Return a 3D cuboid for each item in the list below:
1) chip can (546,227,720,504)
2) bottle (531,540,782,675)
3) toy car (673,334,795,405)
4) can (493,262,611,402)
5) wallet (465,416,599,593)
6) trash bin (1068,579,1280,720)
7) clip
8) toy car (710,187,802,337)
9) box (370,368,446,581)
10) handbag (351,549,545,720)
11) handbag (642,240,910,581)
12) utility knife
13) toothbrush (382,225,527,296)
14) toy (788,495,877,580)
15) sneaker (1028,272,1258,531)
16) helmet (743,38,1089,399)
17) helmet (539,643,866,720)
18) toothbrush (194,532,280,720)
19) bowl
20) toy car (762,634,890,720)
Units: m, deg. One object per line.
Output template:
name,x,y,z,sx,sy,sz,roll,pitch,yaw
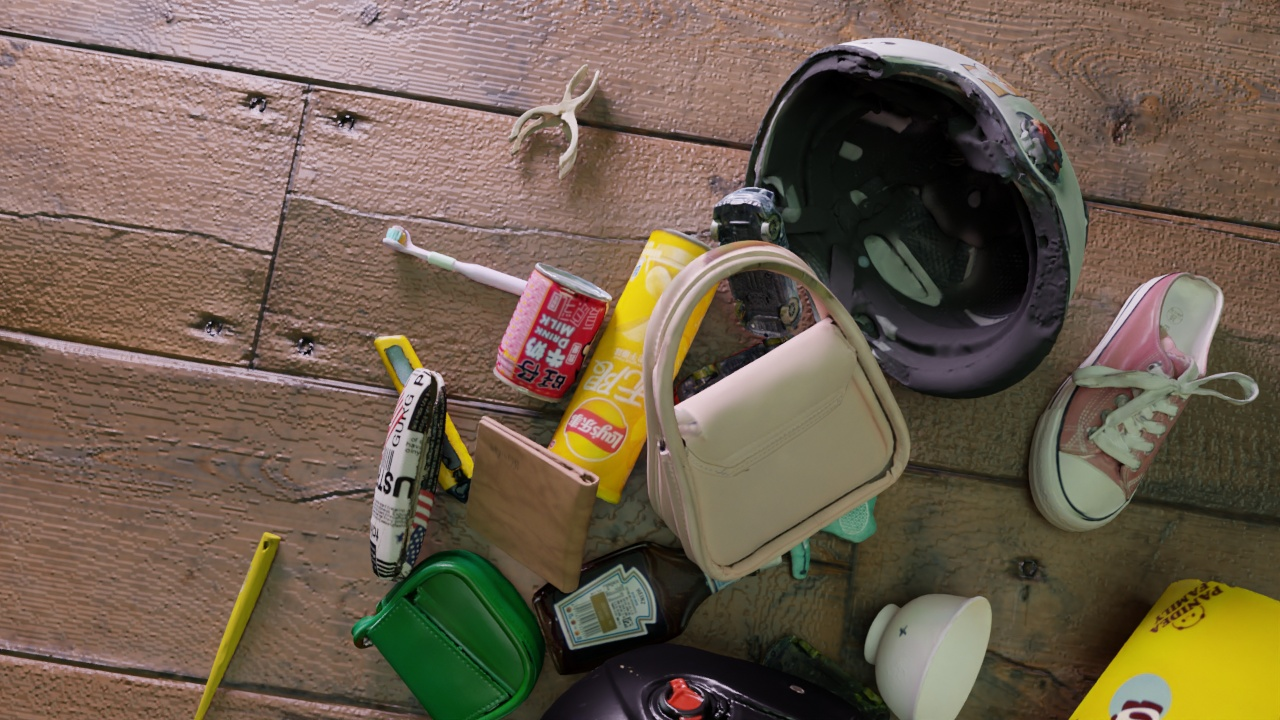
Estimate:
chip can,-0.004,0.004,0.728,0.072,0.072,0.213,26,83,1
bottle,0.016,0.179,0.723,0.195,0.044,0.080,-21,85,-5
toy car,0.083,0.018,0.741,0.120,0.045,0.053,-22,84,-17
can,-0.071,-0.021,0.723,0.066,0.066,0.094,26,100,1
wallet,-0.086,0.108,0.697,0.115,0.020,0.101,25,118,26
trash bin,0.397,0.310,0.636,0.229,0.230,0.255,38,78,3
clip,-0.059,-0.193,0.769,0.102,0.035,0.095,-34,81,-13
toy car,0.092,-0.074,0.709,0.036,0.054,0.121,-41,125,-39
box,-0.181,0.085,0.701,0.052,0.069,0.164,10,83,-14
handbag,-0.145,0.219,0.707,0.120,0.068,0.131,-38,87,2
handbag,0.083,0.025,0.653,0.193,0.093,0.234,-31,126,-13
utility knife,-0.175,0.045,0.746,0.033,0.015,0.156,-29,85,-7
toothbrush,-0.120,-0.071,0.760,0.189,0.029,0.021,20,123,-1
toy,0.145,0.129,0.741,0.092,0.030,0.096,-2,91,3
sneaker,0.397,0.028,0.728,0.118,0.088,0.241,34,83,2
helmet,0.221,-0.119,0.692,0.156,0.231,0.274,-32,74,-36
helmet,0.017,0.310,0.600,0.230,0.274,0.233,11,95,27
toothbrush,-0.327,0.228,0.721,0.016,0.016,0.190,20,83,1
bowl,0.213,0.224,0.706,0.065,0.118,0.118,20,81,40
toy car,0.144,0.261,0.723,0.105,0.032,0.048,34,84,14
